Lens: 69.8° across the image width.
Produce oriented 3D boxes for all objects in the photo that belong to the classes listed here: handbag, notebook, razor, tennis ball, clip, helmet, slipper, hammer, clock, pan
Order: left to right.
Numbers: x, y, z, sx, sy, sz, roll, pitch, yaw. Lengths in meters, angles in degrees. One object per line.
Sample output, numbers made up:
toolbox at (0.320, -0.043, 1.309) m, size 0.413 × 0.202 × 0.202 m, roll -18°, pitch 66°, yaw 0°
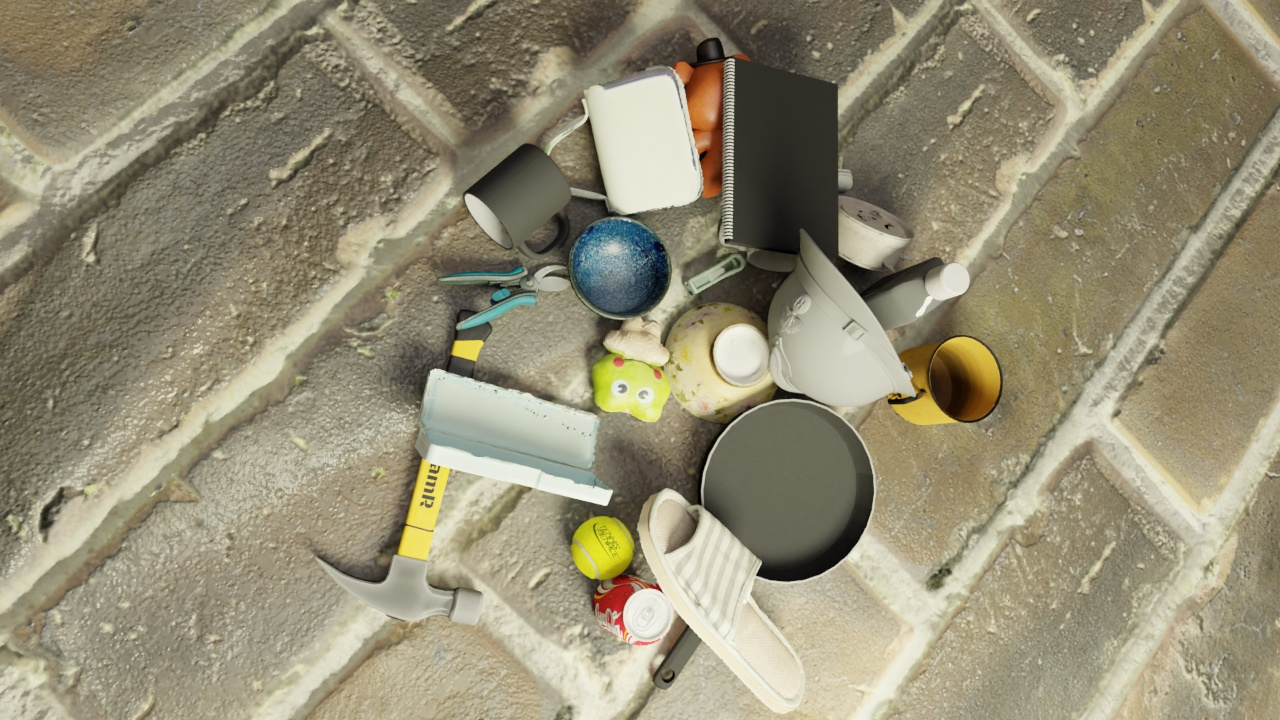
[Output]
hammer at (-0.215, 0.102, 0.947) m, size 0.169 × 0.034 × 0.324 m, roll 15°, pitch 77°, yaw -13°
tennis ball at (-0.040, 0.197, 0.965) m, size 0.065 × 0.065 × 0.065 m, roll 2°, pitch 82°, yaw -16°
handbag at (-0.026, -0.233, 1.022) m, size 0.176 × 0.074 × 0.151 m, roll -12°, pitch 99°, yaw 9°
clip at (0.085, -0.099, 1.062) m, size 0.075 × 0.043 × 0.023 m, roll -30°, pitch 93°, yaw -17°
slipper at (0.094, 0.247, 0.942) m, size 0.272 × 0.054 × 0.114 m, roll 55°, pitch 36°, yaw -10°
pan at (0.118, 0.206, 1.019) m, size 0.204 × 0.044 × 0.355 m, roll 37°, pitch 83°, yaw -10°
notebook at (0.157, -0.222, 1.021) m, size 0.148 × 0.016 × 0.206 m, roll 5°, pitch 82°, yaw -26°
razor at (0.205, -0.261, 1.114) m, size 0.088 × 0.047 × 0.116 m, roll 0°, pitch 75°, yaw -16°
helmet at (0.189, -0.016, 0.981) m, size 0.118 × 0.271 × 0.183 m, roll -36°, pitch 54°, yaw 8°
clock at (0.247, -0.156, 1.092) m, size 0.157 × 0.061 × 0.103 m, roll 33°, pitch 29°, yaw 18°

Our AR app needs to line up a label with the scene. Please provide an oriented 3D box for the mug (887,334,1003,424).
mug at (0.346, 0.030, 1.085) m, size 0.123 × 0.094 × 0.100 m, roll -20°, pitch 90°, yaw -19°

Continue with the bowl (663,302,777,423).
bowl at (0.104, -0.001, 1.034) m, size 0.145 × 0.063 × 0.145 m, roll 2°, pitch 83°, yaw -16°

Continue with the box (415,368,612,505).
box at (-0.125, 0.081, 0.932) m, size 0.197 × 0.075 × 0.126 m, roll 18°, pitch 53°, yaw -26°

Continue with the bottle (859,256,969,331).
bottle at (0.307, -0.075, 1.046) m, size 0.083 × 0.174 × 0.046 m, roll -33°, pitch 93°, yaw -18°

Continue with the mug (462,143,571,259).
mug at (-0.123, -0.162, 0.990) m, size 0.087 × 0.078 × 0.113 m, roll -44°, pitch 123°, yaw -17°

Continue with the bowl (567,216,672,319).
bowl at (-0.028, -0.096, 1.010) m, size 0.114 × 0.061 × 0.114 m, roll 2°, pitch 82°, yaw -14°

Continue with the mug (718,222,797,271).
mug at (0.147, -0.160, 1.074) m, size 0.107 × 0.071 × 0.089 m, roll 5°, pitch 75°, yaw 12°

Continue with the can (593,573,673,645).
can at (-0.008, 0.256, 0.945) m, size 0.064 × 0.105 × 0.064 m, roll 2°, pitch 82°, yaw -16°

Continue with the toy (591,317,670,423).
toy at (-0.006, 0.006, 1.012) m, size 0.092 × 0.043 × 0.117 m, roll 15°, pitch 77°, yaw -13°

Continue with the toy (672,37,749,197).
toy at (0.095, -0.280, 1.054) m, size 0.112 × 0.096 × 0.176 m, roll -11°, pitch 105°, yaw -17°

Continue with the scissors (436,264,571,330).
scissors at (-0.150, -0.076, 0.984) m, size 0.124 × 0.019 × 0.155 m, roll 31°, pitch 57°, yaw -5°
